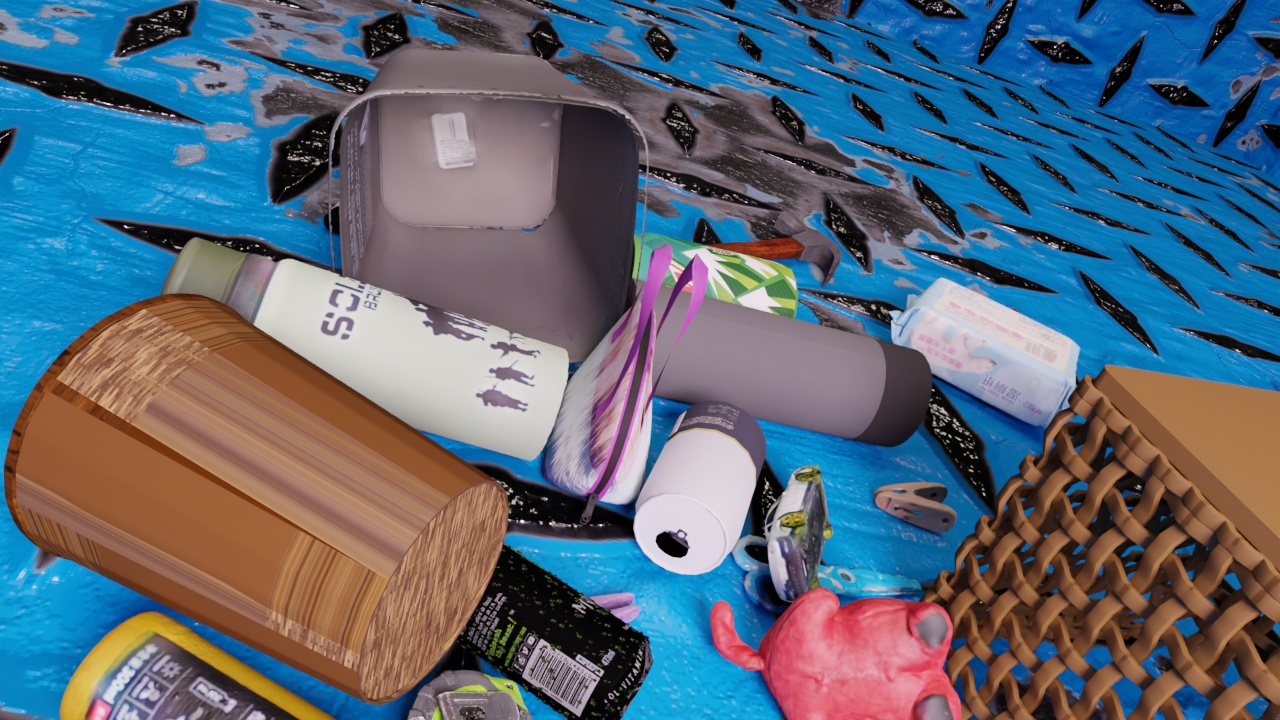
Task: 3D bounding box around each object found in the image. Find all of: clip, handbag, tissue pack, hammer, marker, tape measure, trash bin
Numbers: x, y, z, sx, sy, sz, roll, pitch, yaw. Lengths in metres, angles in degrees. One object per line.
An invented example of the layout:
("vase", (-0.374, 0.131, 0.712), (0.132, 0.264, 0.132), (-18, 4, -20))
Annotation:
("clip", (-0.024, 0.142, 0.496), (0.052, 0.014, 0.041), (10, 33, -14))
("handbag", (-0.003, 0.003, 0.557), (0.068, 0.170, 0.144), (18, 44, -8))
("clip", (0.203, 0.109, 0.673), (0.060, 0.024, 0.039), (0, 34, -14))
("tissue pack", (0.330, -0.011, 0.887), (0.182, 0.070, 0.111), (29, 32, 16))
("hammer", (0.093, -0.108, 0.929), (0.299, 0.028, 0.111), (-10, 43, -40))
("marker", (-0.237, -0.147, 0.796), (0.019, 0.019, 0.145), (19, 32, -4))
("tape measure", (-0.074, 0.167, 0.403), (0.058, 0.036, 0.065), (-3, 40, -33))
("trash bin", (-0.117, -0.127, 0.674), (0.197, 0.198, 0.220), (-1, 30, -14))

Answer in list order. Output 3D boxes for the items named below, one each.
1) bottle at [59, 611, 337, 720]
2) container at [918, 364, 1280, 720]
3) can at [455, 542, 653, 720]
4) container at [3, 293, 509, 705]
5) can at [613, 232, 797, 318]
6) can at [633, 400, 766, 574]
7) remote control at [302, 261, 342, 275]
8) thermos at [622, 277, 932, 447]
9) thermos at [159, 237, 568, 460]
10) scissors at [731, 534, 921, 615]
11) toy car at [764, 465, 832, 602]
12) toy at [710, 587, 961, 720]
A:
("bottle", (-0.131, 0.165, 0.355), (0.186, 0.053, 0.053), (27, 32, 8))
("container", (0.332, 0.163, 0.484), (0.251, 0.215, 0.219), (7, 35, -22))
("can", (-0.061, 0.127, 0.455), (0.138, 0.054, 0.053), (30, 33, 14))
("container", (-0.155, 0.062, 0.400), (0.167, 0.132, 0.131), (24, 31, 17))
("can", (0.051, -0.054, 0.768), (0.144, 0.083, 0.083), (11, 33, -17))
("can", (0.038, 0.080, 0.576), (0.064, 0.064, 0.127), (25, 32, 5))
("remote control", (-0.222, -0.022, 0.620), (0.032, 0.015, 0.136), (9, 36, -19))
("thermos", (0.097, 0.005, 0.708), (0.240, 0.082, 0.082), (13, 33, -14))
("thermos", (-0.165, -0.006, 0.555), (0.231, 0.082, 0.082), (18, 31, -17))
("scissors", (0.123, 0.141, 0.589), (0.134, 0.015, 0.066), (11, 30, -20))
("toy car", (0.098, 0.106, 0.574), (0.033, 0.048, 0.105), (-8, 18, 23))
("toy", (0.103, 0.165, 0.508), (0.133, 0.088, 0.094), (6, -3, 10))
